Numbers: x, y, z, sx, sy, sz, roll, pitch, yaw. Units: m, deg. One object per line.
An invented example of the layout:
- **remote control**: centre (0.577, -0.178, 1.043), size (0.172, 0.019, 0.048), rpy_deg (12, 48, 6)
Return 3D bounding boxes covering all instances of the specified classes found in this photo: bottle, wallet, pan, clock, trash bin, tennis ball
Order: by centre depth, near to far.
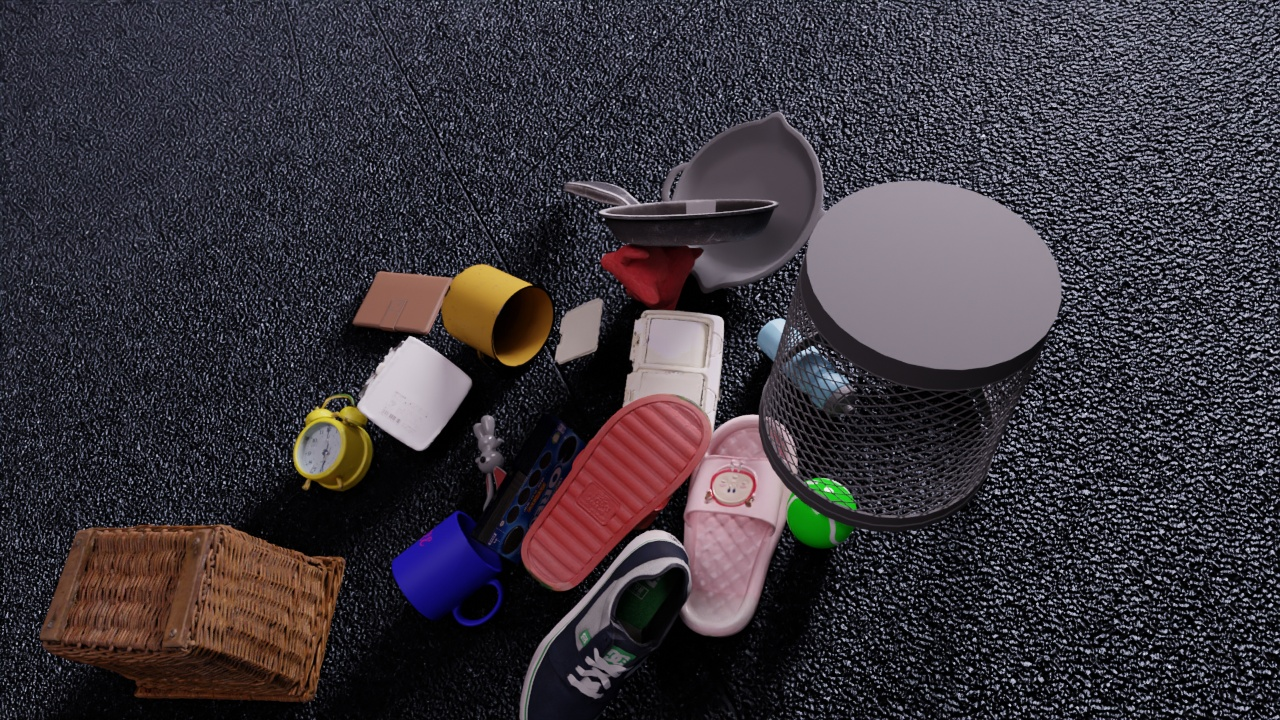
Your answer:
- **trash bin**: centre (0.219, -0.003, 0.779), size (0.218, 0.228, 0.217), rpy_deg (-1, 55, 1)
- **tennis ball**: centre (0.169, 0.143, 0.859), size (0.065, 0.065, 0.065), rpy_deg (-9, 61, 17)
- **bottle**: centre (0.173, 0.010, 0.940), size (0.040, 0.040, 0.130), rpy_deg (-40, 57, -1)
- **pan**: centre (0.166, -0.155, 1.002), size (0.355, 0.024, 0.216), rpy_deg (24, 93, 37)
- **pan**: centre (0.005, -0.171, 1.033), size (0.357, 0.187, 0.055), rpy_deg (18, 115, 56)
- **clock**: centre (-0.367, 0.099, 1.101), size (0.083, 0.057, 0.118), rpy_deg (-5, 69, 20)
- **wallet**: centre (-0.309, -0.076, 1.194), size (0.121, 0.013, 0.087), rpy_deg (7, 63, 25)

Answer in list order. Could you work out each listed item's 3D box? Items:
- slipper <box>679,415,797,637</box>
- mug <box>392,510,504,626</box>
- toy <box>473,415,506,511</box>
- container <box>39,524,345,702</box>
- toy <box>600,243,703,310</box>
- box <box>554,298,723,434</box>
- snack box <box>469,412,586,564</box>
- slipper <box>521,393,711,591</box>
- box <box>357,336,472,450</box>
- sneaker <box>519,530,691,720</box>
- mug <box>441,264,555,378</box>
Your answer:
- **slipper**: centre (0.086, 0.156, 0.892), size (0.107, 0.055, 0.221), rpy_deg (5, 68, 26)
- **mug**: centre (-0.192, 0.227, 0.962), size (0.083, 0.079, 0.111), rpy_deg (-38, 85, 0)
- **toy**: centre (-0.169, 0.114, 1.031), size (0.049, 0.030, 0.111), rpy_deg (-42, 49, 32)
- **container**: centre (-0.488, 0.267, 0.988), size (0.250, 0.183, 0.162), rpy_deg (-6, 61, 19)
- **toy**: centre (0.012, -0.115, 1.012), size (0.088, 0.133, 0.094), rpy_deg (39, 89, 21)
- **box**: centre (-0.006, 0.005, 0.969), size (0.186, 0.070, 0.143), rpy_deg (4, 66, 6)
- **snack box**: centre (-0.115, 0.136, 0.968), size (0.027, 0.082, 0.150), rpy_deg (24, 76, 28)
- **slipper**: centre (-0.025, 0.130, 0.939), size (0.103, 0.059, 0.249), rpy_deg (44, 102, 7)
- **box**: centre (-0.282, 0.035, 1.101), size (0.121, 0.137, 0.109), rpy_deg (36, 77, -11)
- **sneaker**: centre (-0.034, 0.267, 0.839), size (0.235, 0.084, 0.079), rpy_deg (-55, 13, 5)
- **mug**: centre (-0.170, -0.044, 1.080), size (0.094, 0.100, 0.124), rpy_deg (25, 116, 32)
